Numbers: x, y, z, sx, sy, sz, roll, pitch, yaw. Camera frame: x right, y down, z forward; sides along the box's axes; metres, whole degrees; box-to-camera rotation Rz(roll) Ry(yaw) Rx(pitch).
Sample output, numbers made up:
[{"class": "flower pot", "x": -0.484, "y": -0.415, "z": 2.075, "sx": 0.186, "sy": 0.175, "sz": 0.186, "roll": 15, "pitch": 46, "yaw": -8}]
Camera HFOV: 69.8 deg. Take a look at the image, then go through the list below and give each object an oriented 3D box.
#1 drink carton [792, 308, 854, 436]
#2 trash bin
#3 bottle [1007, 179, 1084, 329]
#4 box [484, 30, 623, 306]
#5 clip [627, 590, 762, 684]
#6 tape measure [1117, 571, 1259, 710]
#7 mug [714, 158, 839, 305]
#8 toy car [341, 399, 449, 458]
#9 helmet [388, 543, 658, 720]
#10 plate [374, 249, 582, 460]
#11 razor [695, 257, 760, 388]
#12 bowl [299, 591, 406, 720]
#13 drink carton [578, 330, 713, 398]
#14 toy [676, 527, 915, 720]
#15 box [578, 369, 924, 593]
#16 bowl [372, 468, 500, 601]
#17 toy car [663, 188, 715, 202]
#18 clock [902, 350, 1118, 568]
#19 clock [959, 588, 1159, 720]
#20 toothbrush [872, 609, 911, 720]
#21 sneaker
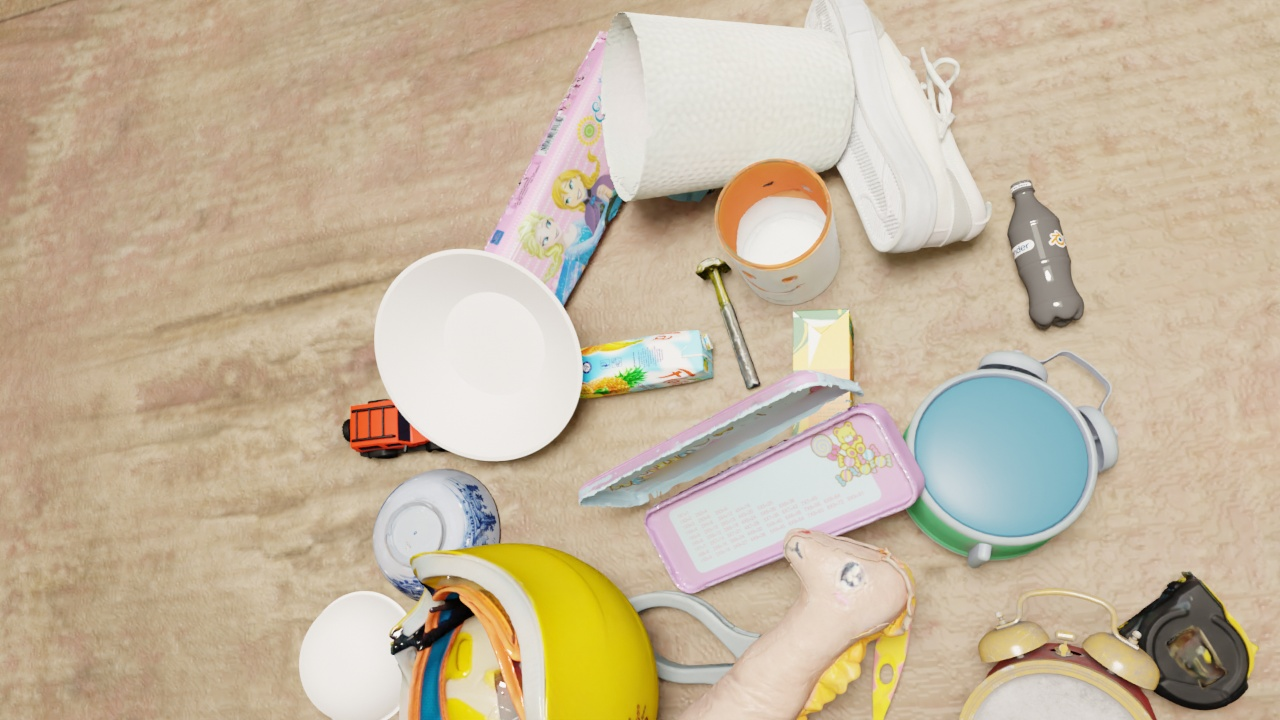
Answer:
[{"class": "drink carton", "x": 0.136, "y": 0.029, "z": 0.678, "sx": 0.041, "sy": 0.058, "sz": 0.122, "roll": -1, "pitch": 79, "yaw": 16}, {"class": "trash bin", "x": 0.063, "y": -0.191, "z": 0.688, "sx": 0.161, "sy": 0.133, "sz": 0.133, "roll": -6, "pitch": 75, "yaw": -14}, {"class": "bottle", "x": 0.290, "y": -0.079, "z": 0.666, "sx": 0.036, "sy": 0.036, "sz": 0.109, "roll": -13, "pitch": 75, "yaw": 14}, {"class": "box", "x": -0.066, "y": -0.162, "z": 0.778, "sx": 0.091, "sy": 0.084, "sz": 0.230, "roll": 25, "pitch": 86, "yaw": 48}, {"class": "clip", "x": 0.056, "y": 0.206, "z": 0.682, "sx": 0.162, "sy": 0.027, "sz": 0.090, "roll": 26, "pitch": 89, "yaw": 19}, {"class": "tape measure", "x": 0.353, "y": 0.186, "z": 0.591, "sx": 0.071, "sy": 0.042, "sz": 0.072, "roll": -40, "pitch": 73, "yaw": 2}, {"class": "mug", "x": 0.106, "y": -0.093, "z": 0.688, "sx": 0.082, "sy": 0.105, "sz": 0.082, "roll": -3, "pitch": 78, "yaw": 16}, {"class": "toy car", "x": -0.201, "y": 0.055, "z": 0.779, "sx": 0.100, "sy": 0.049, "sz": 0.051, "roll": -8, "pitch": 76, "yaw": 15}, {"class": "helmet", "x": -0.074, "y": 0.240, "z": 0.653, "sx": 0.209, "sy": 0.139, "sz": 0.240, "roll": 40, "pitch": 125, "yaw": 38}, {"class": "plate", "x": -0.124, "y": -0.007, "z": 0.731, "sx": 0.174, "sy": 0.036, "sz": 0.174, "roll": 5, "pitch": 110, "yaw": 14}, {"class": "razor", "x": 0.073, "y": -0.029, "z": 0.726, "sx": 0.026, "sy": 0.042, "sz": 0.106, "roll": -19, "pitch": 83, "yaw": 10}, {"class": "bowl", "x": -0.241, "y": 0.247, "z": 0.755, "sx": 0.110, "sy": 0.040, "sz": 0.109, "roll": -3, "pitch": 78, "yaw": 16}, {"class": "drink carton", "x": -0.004, "y": 0.004, "z": 0.734, "sx": 0.129, "sy": 0.044, "sz": 0.038, "roll": -9, "pitch": 76, "yaw": 16}, {"class": "toy", "x": 0.107, "y": 0.247, "z": 0.613, "sx": 0.196, "sy": 0.065, "sz": 0.265, "roll": 43, "pitch": 102, "yaw": 5}, {"class": "box", "x": 0.071, "y": 0.080, "z": 0.632, "sx": 0.215, "sy": 0.140, "sz": 0.062, "roll": -31, "pitch": 28, "yaw": 34}, {"class": "bowl", "x": -0.176, "y": 0.144, "z": 0.755, "sx": 0.114, "sy": 0.045, "sz": 0.114, "roll": -3, "pitch": 78, "yaw": 16}, {"class": "toy car", "x": 0.042, "y": -0.182, "z": 0.764, "sx": 0.060, "sy": 0.027, "sz": 0.107, "roll": 15, "pitch": 81, "yaw": 1}, {"class": "clock", "x": 0.255, "y": 0.059, "z": 0.634, "sx": 0.161, "sy": 0.075, "sz": 0.122, "roll": -42, "pitch": 69, "yaw": -8}, {"class": "clock", "x": 0.270, "y": 0.225, "z": 0.585, "sx": 0.117, "sy": 0.081, "sz": 0.159, "roll": 1, "pitch": 88, "yaw": 28}, {"class": "toothbrush", "x": 0.172, "y": 0.230, "z": 0.648, "sx": 0.021, "sy": 0.016, "sz": 0.135, "roll": 10, "pitch": 82, "yaw": 23}, {"class": "sneaker", "x": 0.194, "y": -0.186, "z": 0.700, "sx": 0.090, "sy": 0.090, "sz": 0.242, "roll": -5, "pitch": 62, "yaw": -16}]
